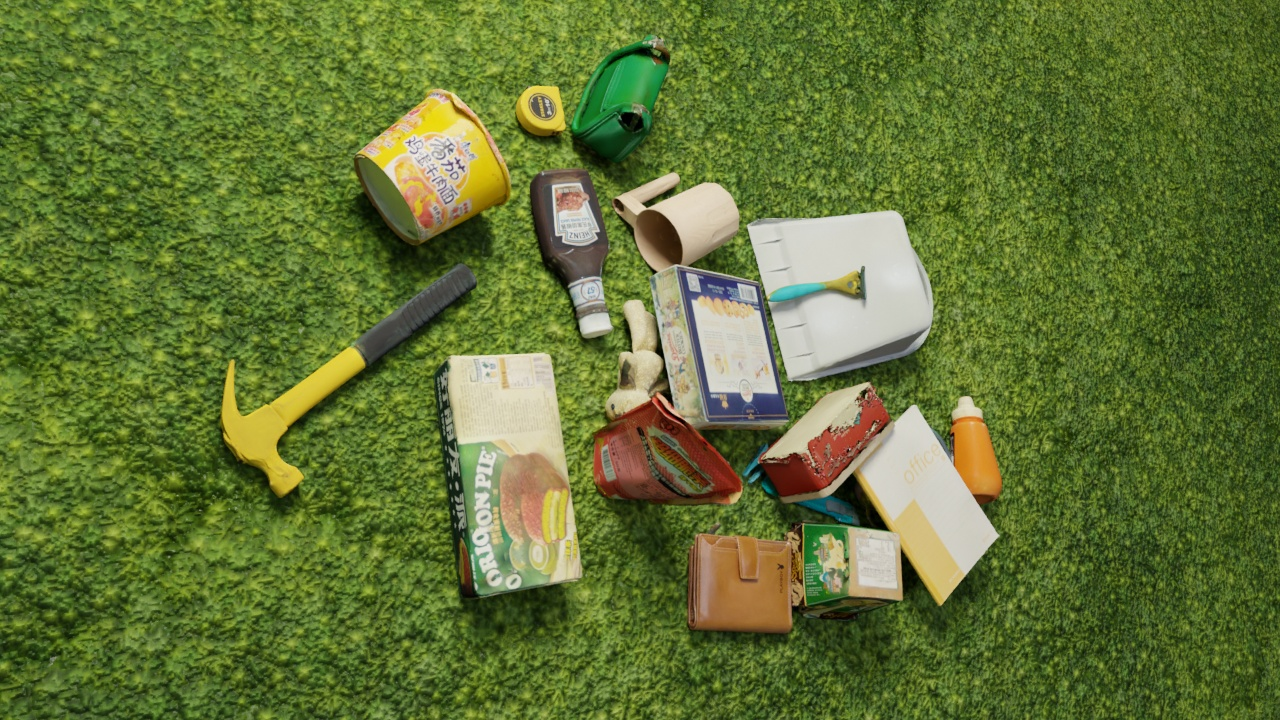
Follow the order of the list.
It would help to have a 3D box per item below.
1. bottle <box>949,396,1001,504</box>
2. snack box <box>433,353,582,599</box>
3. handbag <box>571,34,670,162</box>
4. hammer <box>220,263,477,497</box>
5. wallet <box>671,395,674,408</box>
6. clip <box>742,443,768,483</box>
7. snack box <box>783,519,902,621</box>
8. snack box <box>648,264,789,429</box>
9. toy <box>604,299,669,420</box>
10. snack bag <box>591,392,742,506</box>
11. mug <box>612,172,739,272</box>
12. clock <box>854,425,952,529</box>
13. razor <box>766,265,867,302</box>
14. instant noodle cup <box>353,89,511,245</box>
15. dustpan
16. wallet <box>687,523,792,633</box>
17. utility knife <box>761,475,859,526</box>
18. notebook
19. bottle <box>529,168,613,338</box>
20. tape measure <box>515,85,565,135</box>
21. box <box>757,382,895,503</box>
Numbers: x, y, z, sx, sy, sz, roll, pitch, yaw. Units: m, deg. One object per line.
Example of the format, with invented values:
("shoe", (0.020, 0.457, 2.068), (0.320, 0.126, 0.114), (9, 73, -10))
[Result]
("bottle", (0.452, 0.119, 1.255), (0.066, 0.067, 0.149), (15, 61, -24))
("snack box", (-0.137, 0.114, 0.938), (0.114, 0.063, 0.240), (-4, 77, -29))
("handbag", (-0.019, -0.314, 1.095), (0.068, 0.120, 0.131), (29, 62, -24))
("hammer", (-0.281, -0.005, 0.915), (0.299, 0.033, 0.129), (-43, 98, -31))
("wallet", (0.071, 0.009, 1.087), (0.115, 0.020, 0.101), (8, 70, -49))
("clip", (0.143, 0.126, 1.112), (0.047, 0.014, 0.056), (49, 58, -10))
("snack box", (0.245, 0.244, 1.078), (0.117, 0.106, 0.118), (11, 71, -26))
("snack box", (0.095, -0.011, 1.072), (0.177, 0.046, 0.182), (5, 72, -51))
("toy", (-0.006, 0.006, 1.047), (0.105, 0.066, 0.157), (48, 42, -59))
("snack bag", (0.018, 0.101, 0.940), (0.073, 0.208, 0.128), (-41, 95, -26))
("mug", (0.044, -0.175, 1.119), (0.103, 0.084, 0.124), (-31, 65, -33))
("clock", (0.334, 0.155, 1.180), (0.117, 0.060, 0.158), (34, 61, -16))
("razor", (0.225, -0.091, 1.174), (0.132, 0.028, 0.043), (-10, 113, -4))
("instant noodle cup", (-0.220, -0.193, 0.950), (0.109, 0.138, 0.138), (-39, 95, -23))
("dustpan", (0.291, -0.094, 1.259), (0.258, 0.143, 0.222), (-13, 81, -1))
("wallet", (0.115, 0.250, 1.053), (0.130, 0.035, 0.119), (10, 77, -26))
("utility knife", (0.214, 0.173, 1.136), (0.151, 0.013, 0.029), (21, 60, -21))
("notebook", (0.356, 0.177, 1.143), (0.145, 0.010, 0.206), (-36, 95, -32))
("bottle", (-0.073, -0.123, 1.055), (0.079, 0.044, 0.194), (-10, 81, -29))
("tape measure", (-0.120, -0.295, 1.088), (0.057, 0.029, 0.060), (-7, 79, -30))
("box", (0.224, 0.091, 1.111), (0.167, 0.092, 0.080), (-37, 99, -37))
